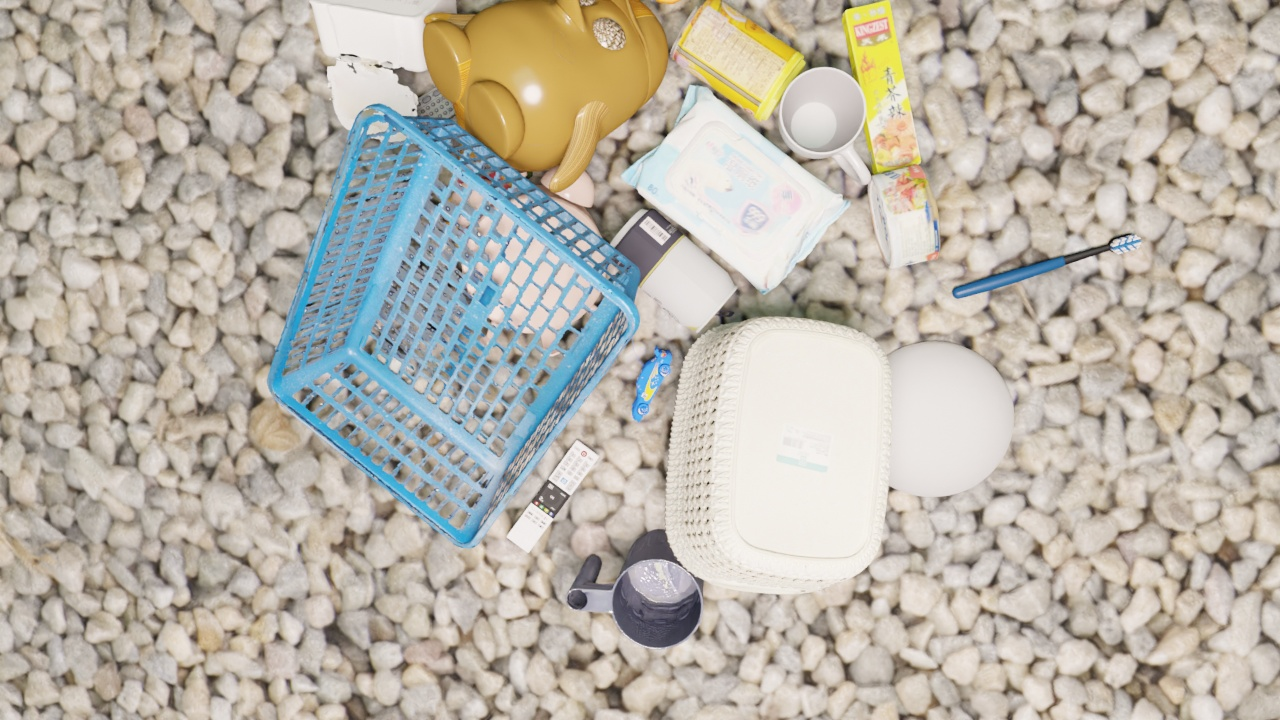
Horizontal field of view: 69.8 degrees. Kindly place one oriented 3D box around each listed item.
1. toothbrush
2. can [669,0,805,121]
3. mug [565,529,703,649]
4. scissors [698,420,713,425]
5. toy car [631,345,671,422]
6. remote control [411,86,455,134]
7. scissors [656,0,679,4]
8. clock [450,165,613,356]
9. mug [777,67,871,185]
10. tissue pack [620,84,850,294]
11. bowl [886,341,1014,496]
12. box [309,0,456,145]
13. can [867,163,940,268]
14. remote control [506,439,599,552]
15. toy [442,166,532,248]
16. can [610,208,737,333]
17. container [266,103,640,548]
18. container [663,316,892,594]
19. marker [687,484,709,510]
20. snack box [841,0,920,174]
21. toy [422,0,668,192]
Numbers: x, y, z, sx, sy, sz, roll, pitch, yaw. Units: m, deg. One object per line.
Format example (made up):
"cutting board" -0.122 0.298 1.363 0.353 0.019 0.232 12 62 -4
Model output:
"toothbrush" 0.369 -0.085 0.838 0.168 0.014 0.014 -17 106 7
"can" 0.087 -0.269 0.819 0.105 0.067 0.068 35 99 2
"mug" -0.001 0.211 0.867 0.124 0.104 0.084 1 97 6
"scissors" 0.125 0.073 0.884 0.174 0.014 0.141 -2 95 8
"toy car" -0.005 0.006 0.876 0.062 0.033 0.092 28 99 -5
"remote control" -0.162 -0.261 0.873 0.136 0.013 0.033 -29 93 8
"scissors" -0.012 -0.360 0.846 0.125 0.011 0.127 -8 98 8
"clock" -0.097 -0.091 0.835 0.131 0.086 0.160 -10 108 -6
"mug" 0.167 -0.198 0.807 0.071 0.089 0.107 -36 92 9
"tissue pack" 0.083 -0.155 0.832 0.182 0.070 0.112 39 100 1
"bowl" 0.274 0.058 0.850 0.149 0.043 0.149 1 97 6
"box" -0.232 -0.275 0.849 0.109 0.125 0.137 10 139 8
"can" 0.232 -0.127 0.811 0.043 0.086 0.086 -13 95 7
"remote control" -0.087 0.135 0.914 0.028 0.011 0.124 36 99 1
"toy" -0.142 -0.143 0.872 0.103 0.046 0.084 -26 109 12
"can" 0.034 -0.079 0.849 0.127 0.064 0.064 41 99 0
"container" -0.163 -0.021 0.793 0.257 0.089 0.363 39 130 1
"container" 0.122 0.077 0.785 0.184 0.143 0.246 7 79 -6
"marker" 0.089 0.130 0.882 0.126 0.025 0.025 -8 96 14
"snack box" 0.217 -0.244 0.827 0.040 0.029 0.148 -12 95 7
"toy" -0.064 -0.251 0.783 0.203 0.163 0.198 -30 74 -25
